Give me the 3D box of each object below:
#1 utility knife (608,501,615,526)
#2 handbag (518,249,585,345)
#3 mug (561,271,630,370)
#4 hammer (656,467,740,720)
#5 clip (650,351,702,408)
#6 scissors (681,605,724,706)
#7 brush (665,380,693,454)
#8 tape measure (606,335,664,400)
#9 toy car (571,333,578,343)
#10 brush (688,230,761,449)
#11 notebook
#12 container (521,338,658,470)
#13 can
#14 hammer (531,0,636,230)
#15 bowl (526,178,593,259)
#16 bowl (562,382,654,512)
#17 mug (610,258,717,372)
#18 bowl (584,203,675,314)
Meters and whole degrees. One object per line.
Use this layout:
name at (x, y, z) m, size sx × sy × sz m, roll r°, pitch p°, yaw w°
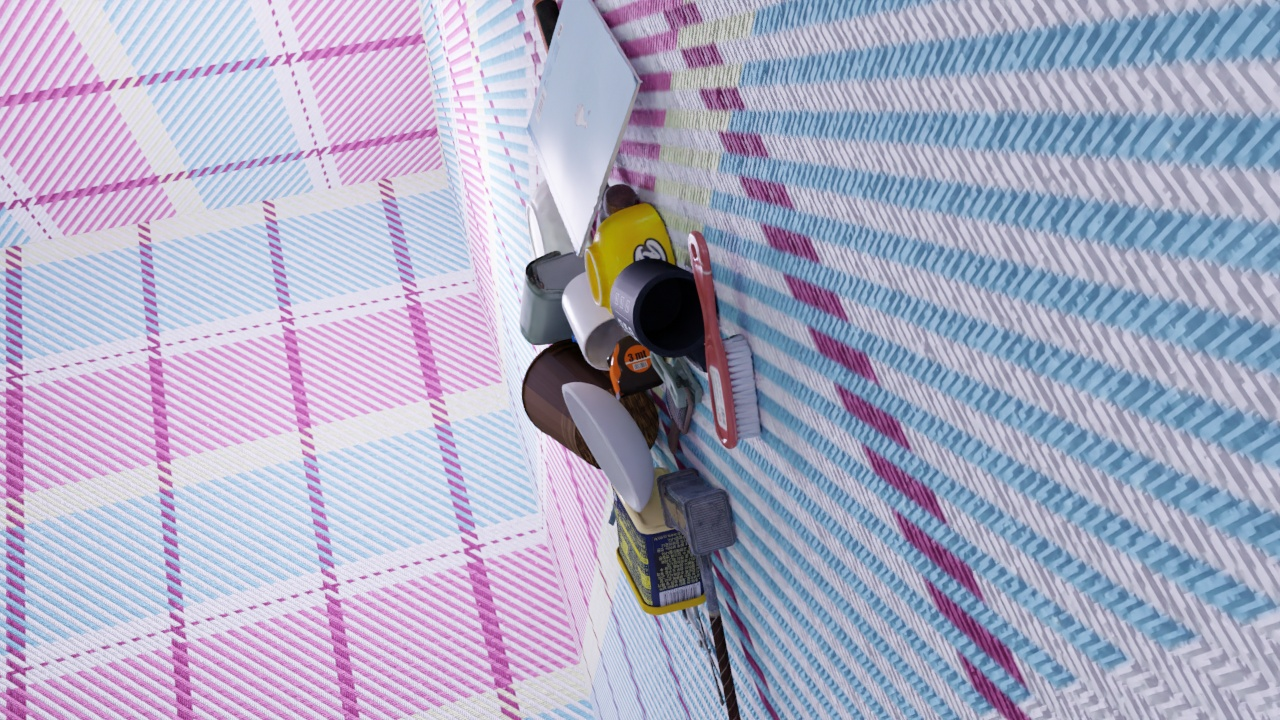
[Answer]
utility knife at (-0.021, 0.152, 1.126) m, size 0.022 × 0.015 × 0.165 m, roll 52°, pitch -158°, yaw -16°
handbag at (-0.094, -0.079, 1.122) m, size 0.122 × 0.106 × 0.067 m, roll 111°, pitch 143°, yaw -58°
mug at (-0.033, -0.060, 1.002) m, size 0.111 × 0.073 × 0.090 m, roll -64°, pitch 34°, yaw 30°
hammer at (0.077, 0.272, 0.898) m, size 0.098 × 0.044 × 0.322 m, roll -154°, pitch 52°, yaw -74°
clip at (0.033, 0.013, 0.863) m, size 0.075 × 0.042 × 0.023 m, roll -117°, pitch 20°, yaw -46°
scissors at (0.068, 0.320, 1.059) m, size 0.158 × 0.014 × 0.141 m, roll 127°, pitch 132°, yaw -74°
brush at (0.033, 0.060, 0.936) m, size 0.136 × 0.015 × 0.049 m, roll 97°, pitch 157°, yaw -57°
tape measure at (-0.006, 0.006, 0.950) m, size 0.038 × 0.058 × 0.058 m, roll 117°, pitch 134°, yaw -73°
toy car at (-0.051, -0.057, 1.103) m, size 0.092 × 0.033 × 0.062 m, roll -7°, pitch 98°, yaw 46°
brush at (0.064, -0.016, 0.692) m, size 0.041 × 0.030 × 0.172 m, roll -136°, pitch 34°, yaw -68°
notebook at (-0.063, -0.245, 0.898) m, size 0.253 × 0.009 × 0.182 m, roll -112°, pitch 36°, yaw -44°
container at (-0.056, 0.057, 1.092) m, size 0.167 × 0.132 × 0.132 m, roll -147°, pitch 45°, yaw -64°
can at (0.019, 0.194, 1.010) m, size 0.135 × 0.075 × 0.104 m, roll -130°, pitch 32°, yaw -64°
hammer at (-0.067, -0.261, 1.004) m, size 0.138 × 0.035 × 0.314 m, roll 108°, pitch 147°, yaw -66°
bowl at (-0.113, -0.163, 1.238) m, size 0.219 × 0.060 × 0.189 m, roll -120°, pitch 20°, yaw -49°
bowl at (-0.024, 0.079, 0.933) m, size 0.149 × 0.043 × 0.150 m, roll 55°, pitch 167°, yaw 19°
mug at (0.027, -0.033, 0.773) m, size 0.105 × 0.071 × 0.077 m, roll 53°, pitch 176°, yaw -20°
bowl at (-0.014, -0.086, 0.872) m, size 0.117 × 0.067 × 0.117 m, roll 166°, pitch 91°, yaw -78°
